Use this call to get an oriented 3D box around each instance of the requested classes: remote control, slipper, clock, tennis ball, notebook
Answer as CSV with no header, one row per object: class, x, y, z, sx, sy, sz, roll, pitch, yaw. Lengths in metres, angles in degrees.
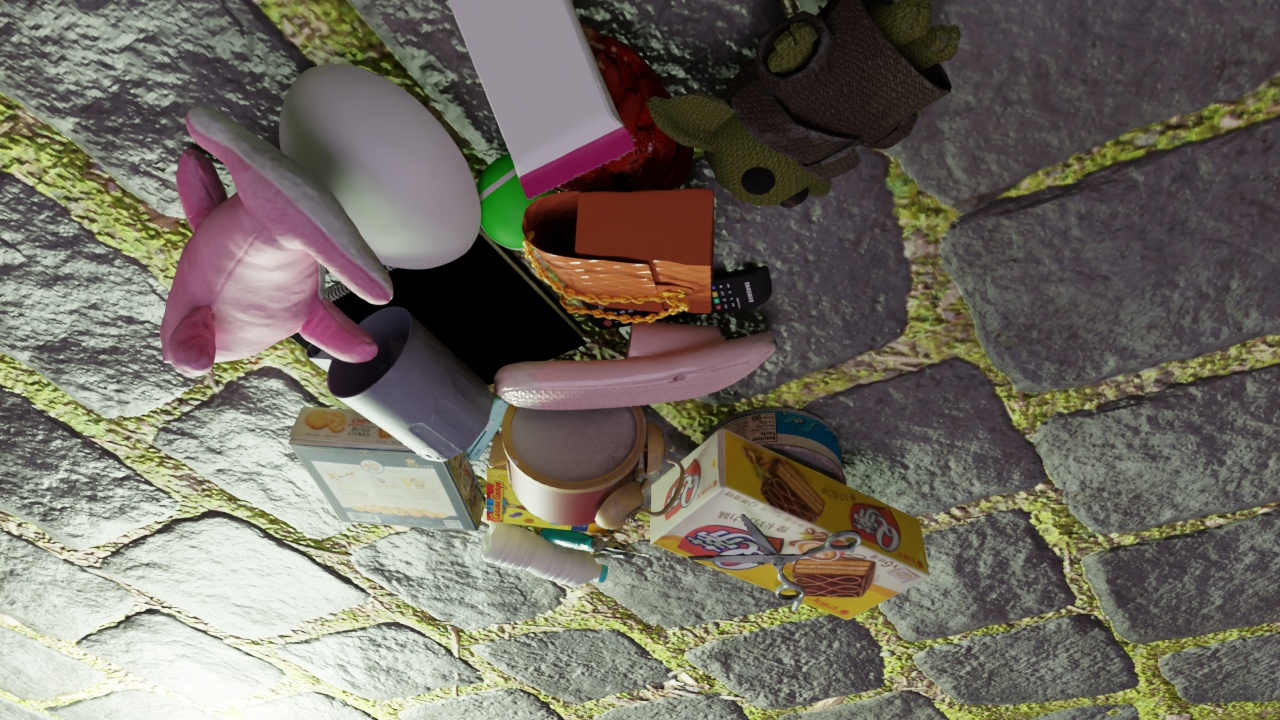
remote control,0.026,-0.048,0.701,0.147,0.015,0.033,-8,136,13
slipper,-0.004,0.004,0.720,0.221,0.055,0.107,-7,166,-3
clock,-0.041,0.086,0.772,0.159,0.116,0.081,20,142,12
tennis ball,-0.078,-0.106,0.610,0.065,0.065,0.065,2,138,2
notebook,-0.169,-0.026,0.742,0.207,0.016,0.149,-22,133,26

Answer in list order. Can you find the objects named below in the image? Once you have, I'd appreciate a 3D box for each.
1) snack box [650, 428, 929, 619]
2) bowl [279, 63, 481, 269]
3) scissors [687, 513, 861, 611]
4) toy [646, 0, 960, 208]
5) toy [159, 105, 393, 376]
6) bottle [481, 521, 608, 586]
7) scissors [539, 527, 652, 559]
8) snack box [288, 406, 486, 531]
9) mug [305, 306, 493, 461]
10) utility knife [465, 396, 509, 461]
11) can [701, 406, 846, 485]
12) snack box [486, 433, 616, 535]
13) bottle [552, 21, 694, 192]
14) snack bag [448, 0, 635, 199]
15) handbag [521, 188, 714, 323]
snack box,0.130,0.150,0.808,0.230,0.061,0.110,26,134,-23
bowl,-0.177,-0.112,0.589,0.150,0.043,0.150,20,140,17
scissors,0.120,0.172,0.775,0.142,0.014,0.175,-15,137,16
toy,0.105,-0.147,0.526,0.179,0.078,0.153,10,142,-46
toy,-0.266,-0.048,0.609,0.186,0.127,0.266,46,147,-11
bottle,-0.099,0.207,0.969,0.136,0.044,0.044,21,135,-18
scissors,-0.037,0.185,0.918,0.155,0.019,0.124,6,167,32
snack box,-0.231,0.104,0.855,0.144,0.042,0.145,3,141,8
mug,-0.194,0.020,0.734,0.124,0.083,0.104,2,148,39
utility knife,-0.127,0.045,0.811,0.022,0.015,0.166,24,136,-16
can,0.119,0.100,0.834,0.130,0.044,0.130,2,138,2
snack box,-0.080,0.119,0.873,0.126,0.040,0.088,7,138,-3
bottle,-0.030,-0.145,0.547,0.099,0.098,0.111,-25,150,28
snack bag,-0.068,-0.189,0.477,0.070,0.016,0.196,-20,94,25
handbag,-0.008,-0.060,0.595,0.109,0.060,0.172,3,174,5
